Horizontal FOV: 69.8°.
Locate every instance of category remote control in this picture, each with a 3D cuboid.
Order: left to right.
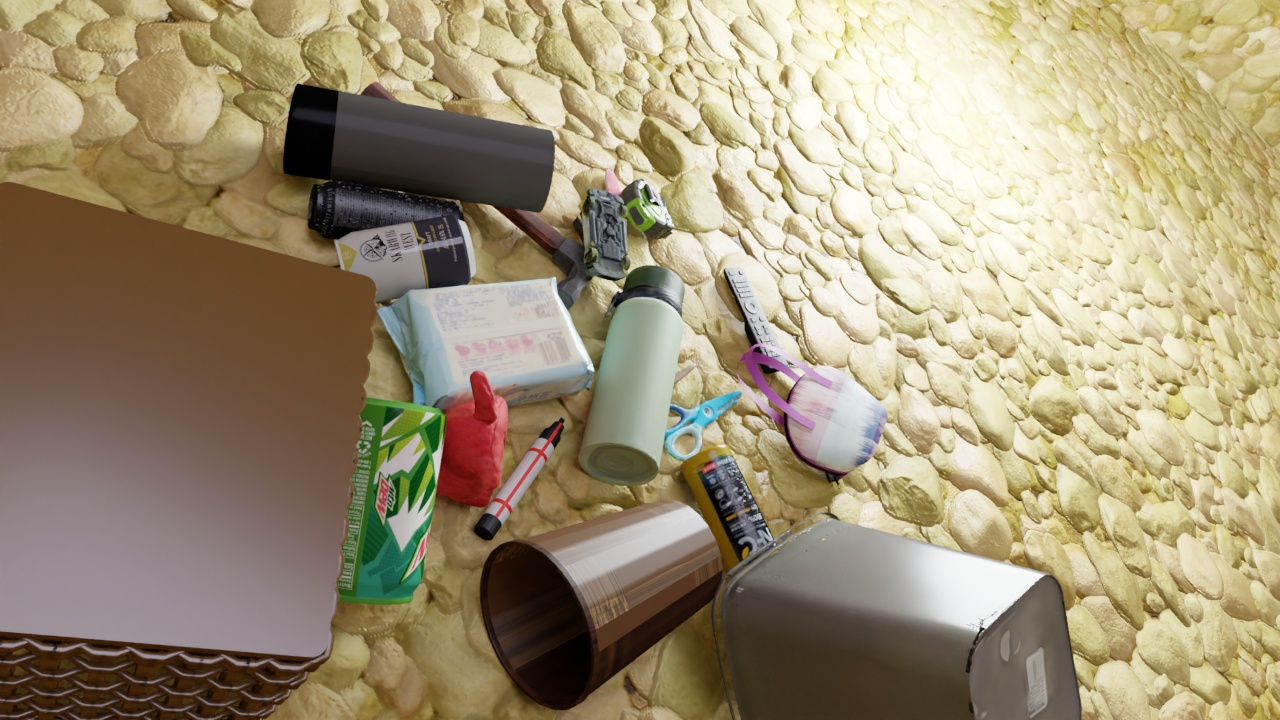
[{"bbox_3d":[0.131,-0.048,1.071,0.032,0.015,0.136,-8,66,-36],"label":"remote control"}]

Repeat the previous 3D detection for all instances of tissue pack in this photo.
[{"bbox_3d":[-0.139,-0.011,0.835,0.181,0.070,0.112,-10,67,-35],"label":"tissue pack"}]

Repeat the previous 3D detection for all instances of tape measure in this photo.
[{"bbox_3d":[0.008,-0.177,1.049,0.058,0.036,0.065,8,57,-52],"label":"tape measure"}]

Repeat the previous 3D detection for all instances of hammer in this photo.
[{"bbox_3d":[-0.164,-0.183,0.955,0.300,0.028,0.110,39,49,-6],"label":"hammer"}]

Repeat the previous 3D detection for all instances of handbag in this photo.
[{"bbox_3d":[0.180,0.046,1.010,0.170,0.068,0.144,37,49,-6],"label":"handbag"}]

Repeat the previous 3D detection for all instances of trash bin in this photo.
[{"bbox_3d":[0.213,0.249,0.754,0.197,0.221,0.197,-22,102,-39],"label":"trash bin"}]

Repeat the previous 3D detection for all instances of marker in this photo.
[{"bbox_3d":[-0.103,0.100,0.820,0.019,0.019,0.145,39,48,-6],"label":"marker"}]

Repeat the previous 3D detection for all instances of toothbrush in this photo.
[{"bbox_3d":[-0.029,-0.167,1.041,0.021,0.016,0.134,22,51,-38],"label":"toothbrush"}]

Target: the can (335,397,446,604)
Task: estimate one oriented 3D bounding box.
[{"bbox_3d":[-0.196,0.103,0.684,0.083,0.083,0.144,11,82,-28],"label":"can"}]

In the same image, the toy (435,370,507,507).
[{"bbox_3d":[-0.155,0.064,0.742,0.094,0.133,0.088,9,46,-18],"label":"toy"}]

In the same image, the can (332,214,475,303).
[{"bbox_3d":[-0.216,-0.088,0.819,0.127,0.064,0.064,-13,69,-17],"label":"can"}]

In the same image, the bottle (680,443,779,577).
[{"bbox_3d":[0.100,0.174,0.884,0.053,0.053,0.186,-12,69,-38],"label":"bottle"}]

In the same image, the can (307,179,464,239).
[{"bbox_3d":[-0.235,-0.132,0.857,0.137,0.054,0.054,6,59,-31],"label":"can"}]

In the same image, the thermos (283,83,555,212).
[{"bbox_3d":[-0.208,-0.199,0.874,0.240,0.082,0.082,6,59,-20],"label":"thermos"}]

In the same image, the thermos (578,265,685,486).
[{"bbox_3d":[-0.005,0.005,0.907,0.082,0.083,0.230,25,51,-18],"label":"thermos"}]

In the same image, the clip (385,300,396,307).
[{"bbox_3d":[-0.211,-0.050,0.850,0.052,0.041,0.014,-30,77,-9],"label":"clip"}]

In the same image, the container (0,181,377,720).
[{"bbox_3d":[-0.309,0.077,0.566,0.219,0.215,0.251,14,55,-26],"label":"container"}]

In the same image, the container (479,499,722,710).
[{"bbox_3d":[-0.024,0.185,0.752,0.166,0.133,0.132,-15,71,-45],"label":"container"}]

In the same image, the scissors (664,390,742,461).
[{"bbox_3d":[0.065,0.058,0.963,0.134,0.015,0.066,-27,76,-39],"label":"scissors"}]

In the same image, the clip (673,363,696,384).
[{"bbox_3d":[0.035,0.016,0.964,0.039,0.024,0.060,30,59,-10],"label":"clip"}]

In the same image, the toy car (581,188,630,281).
[{"bbox_3d":[-0.039,-0.130,0.961,0.048,0.033,0.105,12,62,-33],"label":"toy car"}]
